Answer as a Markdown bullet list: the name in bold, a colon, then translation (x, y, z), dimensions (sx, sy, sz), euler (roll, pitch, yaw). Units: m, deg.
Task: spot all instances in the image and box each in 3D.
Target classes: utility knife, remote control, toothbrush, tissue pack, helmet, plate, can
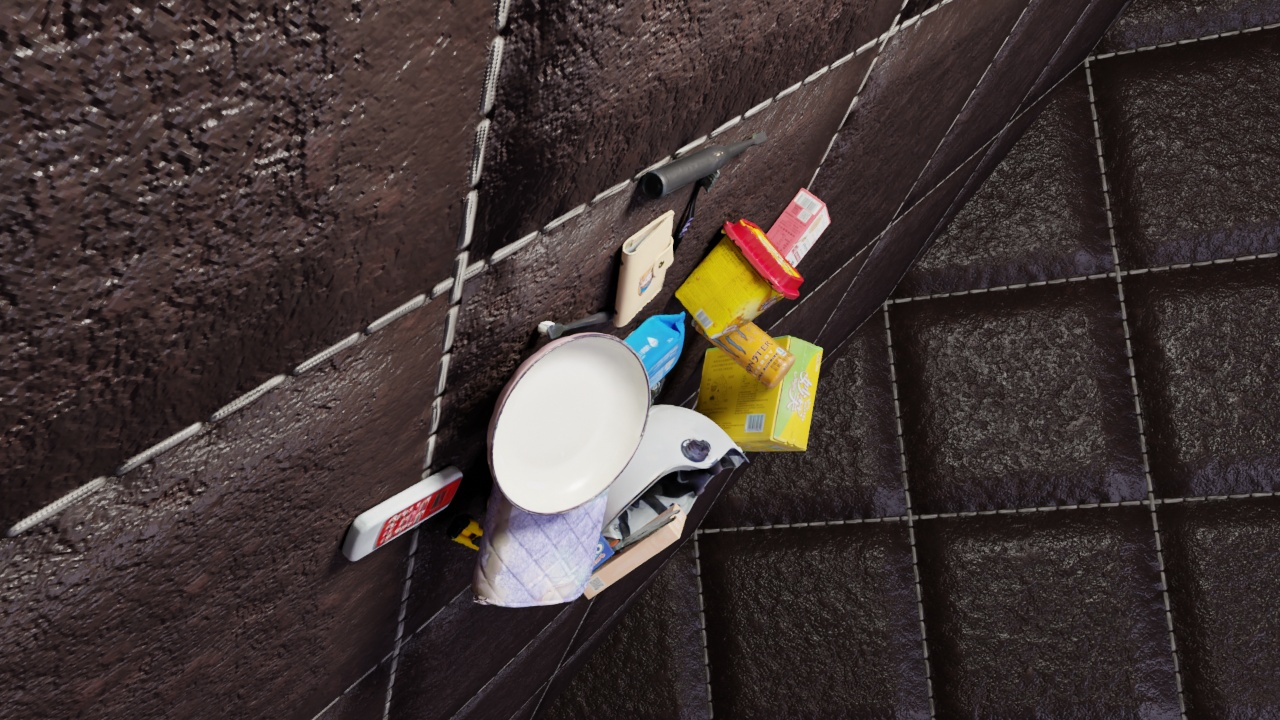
- **utility knife**: translation (-0.200, 0.220, 1.138), dimensions (0.033, 0.015, 0.207), euler (-45, 164, -9)
- **remote control**: translation (-0.226, 0.145, 0.881), dimensions (0.135, 0.020, 0.056), euler (-29, 155, -54)
- **toothbrush**: translation (-0.055, -0.041, 0.932), dimensions (0.180, 0.018, 0.016), euler (-20, 126, -65)
- **tissue pack**: translation (-0.007, 0.006, 1.108), dimensions (0.156, 0.052, 0.095), euler (-42, 165, -25)
- **helmet**: translation (0.011, 0.149, 1.310), dimensions (0.258, 0.146, 0.230), euler (-10, 148, -44)
- **plate**: translation (-0.074, 0.059, 0.906), dimensions (0.192, 0.039, 0.193), euler (-20, 123, -34)
- **toothbrush**: translation (0.069, -0.196, 0.895), dimensions (0.027, 0.026, 0.212), euler (-17, -168, 41)
- **can**: translation (0.142, -0.026, 1.271), dimensions (0.058, 0.146, 0.058), euler (-45, 164, -17)
- **toothbrush**: translation (0.046, -0.137, 0.987), dimensions (0.014, 0.017, 0.190), euler (-36, 161, -41)

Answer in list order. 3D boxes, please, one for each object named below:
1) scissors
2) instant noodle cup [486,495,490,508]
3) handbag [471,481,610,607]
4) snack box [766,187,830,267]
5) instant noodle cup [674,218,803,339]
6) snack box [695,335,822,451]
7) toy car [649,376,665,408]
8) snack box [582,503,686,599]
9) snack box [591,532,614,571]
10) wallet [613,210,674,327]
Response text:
- **scissors**: translation (-0.045, 0.260, 1.194), dimensions (0.235, 0.021, 0.162), euler (-28, -170, 43)
- **instant noodle cup**: translation (-0.121, 0.176, 1.098), dimensions (0.099, 0.111, 0.112), euler (-32, 158, -30)
- **handbag**: translation (-0.107, 0.166, 0.998), dimensions (0.134, 0.076, 0.194), euler (8, 96, -46)
- **snack box**: translation (0.215, -0.173, 1.320), dimensions (0.127, 0.044, 0.113), euler (-53, 165, 5)
- **instant noodle cup**: translation (0.118, -0.094, 1.131), dimensions (0.124, 0.116, 0.116), euler (-42, 168, 17)
- **snack box**: translation (0.170, 0.054, 1.381), dimensions (0.210, 0.070, 0.157), euler (-10, -115, 59)
- **toy car**: translation (-0.016, 0.056, 1.212), dimensions (0.120, 0.045, 0.053), euler (-45, 163, -36)
- **snack box**: translation (-0.010, 0.257, 1.240), dimensions (0.157, 0.026, 0.084), euler (-36, -178, 13)
- **snack box**: translation (-0.100, 0.243, 1.232), dimensions (0.058, 0.057, 0.208), euler (-35, -173, -18)
- **wallet**: translation (0.006, -0.095, 0.948), dimensions (0.087, 0.024, 0.115), euler (-47, 160, -32)
